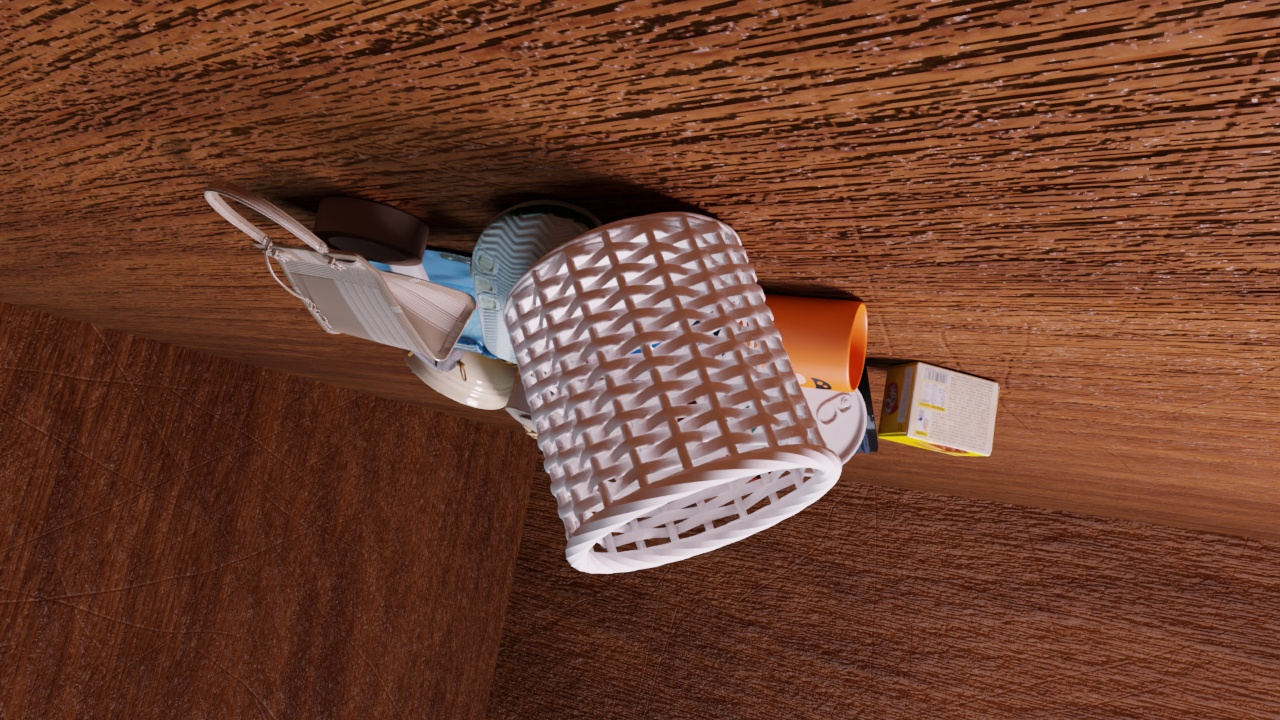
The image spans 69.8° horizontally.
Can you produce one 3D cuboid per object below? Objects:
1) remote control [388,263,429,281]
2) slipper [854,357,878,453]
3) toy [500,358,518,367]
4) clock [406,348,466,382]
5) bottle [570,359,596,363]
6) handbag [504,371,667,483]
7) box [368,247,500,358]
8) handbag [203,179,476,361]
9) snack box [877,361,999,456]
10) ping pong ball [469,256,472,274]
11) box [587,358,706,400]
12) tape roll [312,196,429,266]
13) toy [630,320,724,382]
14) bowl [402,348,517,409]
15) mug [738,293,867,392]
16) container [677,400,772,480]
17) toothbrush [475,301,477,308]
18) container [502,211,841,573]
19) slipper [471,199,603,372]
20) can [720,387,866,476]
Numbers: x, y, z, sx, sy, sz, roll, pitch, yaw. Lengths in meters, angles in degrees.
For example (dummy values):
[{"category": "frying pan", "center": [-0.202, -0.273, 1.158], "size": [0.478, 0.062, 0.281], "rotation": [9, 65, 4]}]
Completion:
[{"category": "remote control", "center": [-0.217, -0.065, 0.889], "size": [0.033, 0.012, 0.131], "rotation": [5, 136, 19]}, {"category": "slipper", "center": [0.212, 0.051, 1.010], "size": [0.083, 0.109, 0.265], "rotation": [-6, 173, 9]}, {"category": "toy", "center": [-0.174, -0.033, 1.104], "size": [0.103, 0.046, 0.084], "rotation": [43, -174, 19]}, {"category": "clock", "center": [-0.251, -0.029, 1.061], "size": [0.148, 0.056, 0.104], "rotation": [43, 175, 8]}, {"category": "bottle", "center": [-0.061, -0.010, 1.167], "size": [0.136, 0.044, 0.044], "rotation": [2, 168, 44]}, {"category": "handbag", "center": [-0.051, 0.071, 1.096], "size": [0.210, 0.103, 0.209], "rotation": [28, 169, -12]}, {"category": "box", "center": [-0.182, -0.070, 0.943], "size": [0.232, 0.060, 0.176], "rotation": [12, 146, -1]}, {"category": "handbag", "center": [-0.263, -0.083, 0.750], "size": [0.176, 0.062, 0.198], "rotation": [12, 158, 42]}, {"category": "snack box", "center": [0.323, 0.054, 0.995], "size": [0.105, 0.083, 0.061], "rotation": [14, 170, -14]}, {"category": "ping pong ball", "center": [-0.131, -0.082, 0.812], "size": [0.040, 0.040, 0.040], "rotation": [10, 171, 1]}, {"category": "box", "center": [-0.003, 0.007, 1.024], "size": [0.111, 0.101, 0.202], "rotation": [-13, -174, -35]}, {"category": "tape roll", "center": [-0.232, -0.110, 0.791], "size": [0.094, 0.030, 0.094], "rotation": [10, 171, 1]}, {"category": "toy", "center": [0.028, -0.010, 0.883], "size": [0.176, 0.112, 0.071], "rotation": [-3, 177, -33]}, {"category": "bowl", "center": [-0.217, -0.012, 1.166], "size": [0.150, 0.075, 0.150], "rotation": [29, -162, -11]}, {"category": "mug", "center": [0.147, -0.018, 0.806], "size": [0.096, 0.078, 0.112], "rotation": [7, -170, 24]}, {"category": "container", "center": [0.138, 0.085, 1.205], "size": [0.127, 0.148, 0.201], "rotation": [5, 160, 30]}, {"category": "toothbrush", "center": [-0.189, -0.041, 0.923], "size": [0.135, 0.016, 0.021], "rotation": [-23, 122, 37]}, {"category": "container", "center": [0.016, 0.026, 0.639], "size": [0.189, 0.186, 0.189], "rotation": [-16, 156, -7]}, {"category": "slipper", "center": [-0.082, -0.063, 0.756], "size": [0.104, 0.074, 0.246], "rotation": [19, 153, -4]}, {"category": "can", "center": [0.143, 0.043, 0.901], "size": [0.099, 0.099, 0.144], "rotation": [13, -171, -16]}]
